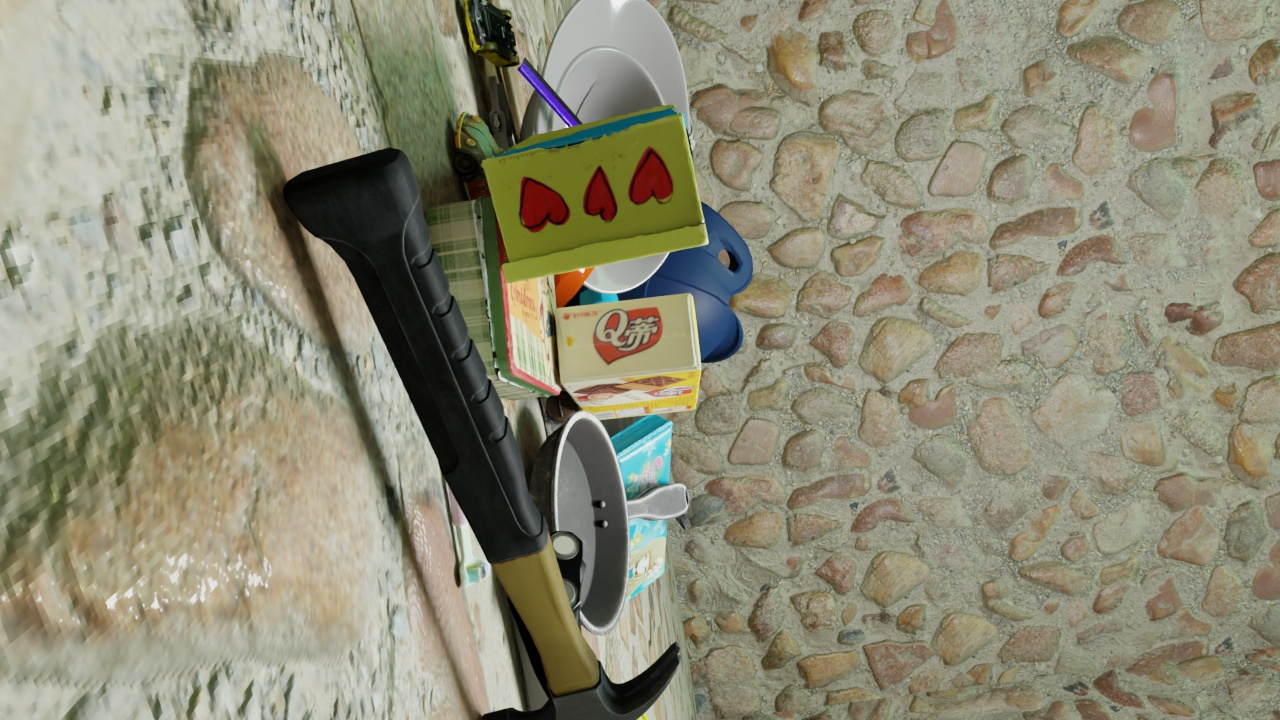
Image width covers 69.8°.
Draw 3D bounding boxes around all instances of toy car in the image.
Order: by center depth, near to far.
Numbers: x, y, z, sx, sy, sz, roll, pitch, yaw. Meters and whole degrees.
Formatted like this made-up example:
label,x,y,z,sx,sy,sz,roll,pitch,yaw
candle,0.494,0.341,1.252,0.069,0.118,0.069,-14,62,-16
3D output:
label,x,y,z,sx,sy,sz,roll,pitch,yaw
toy car,-0.106,-0.132,0.687,0.112,0.047,0.047,78,8,-48
toy car,-0.133,-0.287,0.802,0.106,0.030,0.049,-33,116,-79

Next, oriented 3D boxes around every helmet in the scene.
label,x,y,z,sx,sy,sz,roll,pitch,yaw
helmet,-0.053,-0.205,0.870,0.118,0.183,0.271,20,-60,47
helmet,0.019,-0.073,1.232,0.222,0.233,0.272,-59,138,-17

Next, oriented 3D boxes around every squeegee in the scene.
label,x,y,z,sx,sy,sz,roll,pitch,yaw
squeegee,-0.058,-0.099,0.784,0.249,0.055,0.184,42,72,-43

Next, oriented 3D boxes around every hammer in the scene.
label,x,y,z,sx,sy,sz,roll,pitch,yaw
hammer,-0.066,0.065,0.425,0.025,0.118,0.333,-98,173,-60
hammer,-0.133,-0.309,0.912,0.119,0.031,0.332,-96,175,-48
hammer,-0.082,-0.029,0.999,0.300,0.037,0.218,-91,172,-76

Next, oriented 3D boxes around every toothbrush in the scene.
label,x,y,z,sx,sy,sz,roll,pitch,yaw
toothbrush,-0.104,0.048,0.506,0.022,0.015,0.155,-13,96,-55

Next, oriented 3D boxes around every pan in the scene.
label,x,y,z,sx,sy,sz,roll,pitch,yaw
pan,-0.019,0.142,0.862,0.356,0.055,0.187,14,68,-74

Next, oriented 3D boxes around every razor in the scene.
label,x,y,z,sx,sy,sz,roll,pitch,yaw
razor,-0.059,0.195,0.619,0.060,0.057,0.156,32,-51,55

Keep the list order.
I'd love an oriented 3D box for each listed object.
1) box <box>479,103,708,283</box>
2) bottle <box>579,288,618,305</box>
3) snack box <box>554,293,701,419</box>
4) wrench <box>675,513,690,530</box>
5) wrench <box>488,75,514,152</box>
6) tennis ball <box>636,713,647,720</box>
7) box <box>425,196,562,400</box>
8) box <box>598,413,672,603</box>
label,x,y,z,sx,sy,sz,roll,pitch,yaw
box,-0.024,-0.115,0.601,0.220,0.124,0.081,-94,171,-72
bottle,-0.039,-0.031,0.964,0.051,0.051,0.146,71,9,-74
snack box,-0.005,0.005,0.802,0.230,0.110,0.061,78,6,-79
wrench,-0.012,0.109,1.119,0.273,0.018,0.073,50,-15,42
wrench,-0.112,-0.125,0.821,0.083,0.018,0.273,95,-14,-84
tennis ball,-0.024,0.318,0.776,0.065,0.065,0.065,-6,87,-87
box,-0.094,-0.033,0.641,0.205,0.049,0.117,56,24,-82
box,-0.038,0.152,1.035,0.121,0.097,0.227,28,-49,35
